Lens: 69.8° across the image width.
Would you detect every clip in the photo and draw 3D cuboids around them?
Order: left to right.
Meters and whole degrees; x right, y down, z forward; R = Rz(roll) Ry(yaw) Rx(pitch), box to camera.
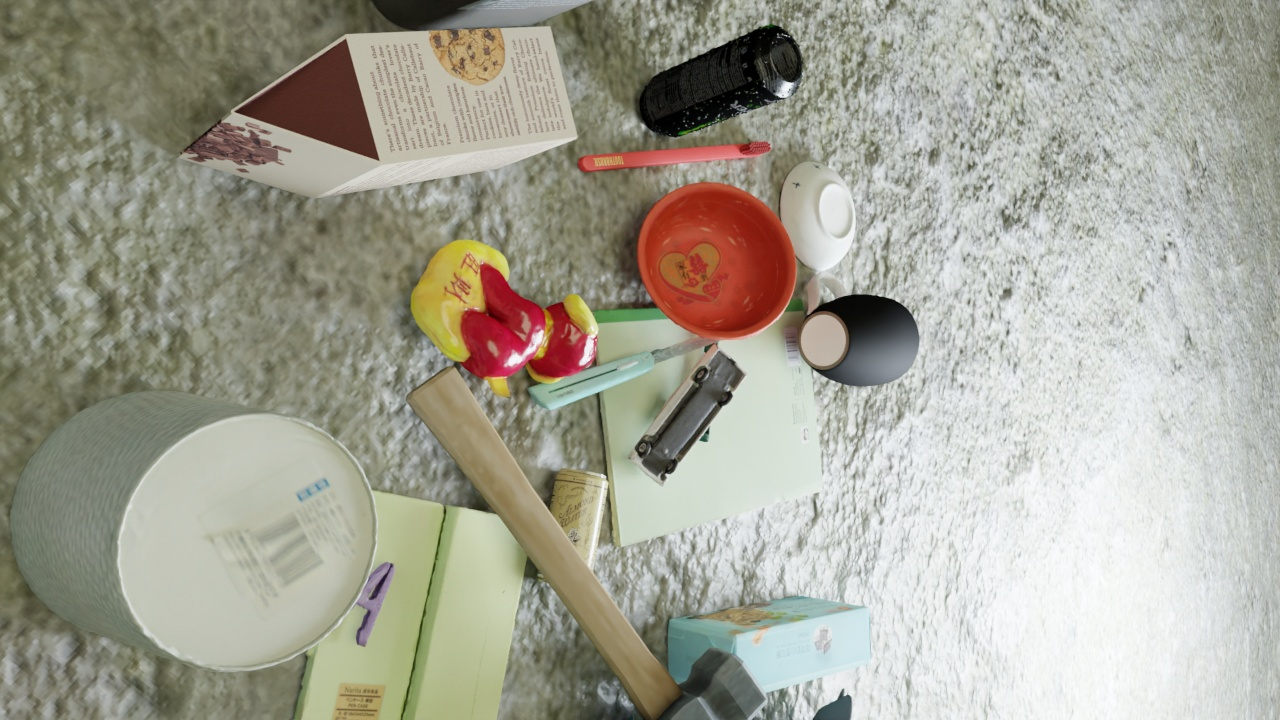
[{"bbox_3d":[-0.167,0.143,0.541,0.046,0.014,0.050,9,83,-30],"label":"clip"}]

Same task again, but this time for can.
[{"bbox_3d":[-0.048,0.119,0.649,0.038,0.038,0.079,19,75,-38],"label":"can"},{"bbox_3d":[0.059,-0.209,0.697,0.053,0.138,0.054,4,84,-40],"label":"can"}]

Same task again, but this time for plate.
[{"bbox_3d":[0.175,-0.139,0.867,0.104,0.026,0.104,4,84,-40],"label":"plate"}]

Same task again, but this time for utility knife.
[{"bbox_3d":[-0.004,0.004,0.693,0.176,0.016,0.022,-19,65,-32],"label":"utility knife"}]

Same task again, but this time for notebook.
[{"bbox_3d":[0.066,0.042,0.772,0.252,0.010,0.182,-7,91,-41],"label":"notebook"}]

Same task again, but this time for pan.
[{"bbox_3d":[0.105,0.392,0.685,0.353,0.024,0.217,-56,161,-50],"label":"pan"}]

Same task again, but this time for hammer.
[{"bbox_3d":[-0.044,0.144,0.601,0.117,0.051,0.323,-38,101,-23],"label":"hammer"}]

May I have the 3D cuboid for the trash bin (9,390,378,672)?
[{"bbox_3d":[-0.207,0.077,0.433,0.133,0.162,0.133,3,85,-41],"label":"trash bin"}]

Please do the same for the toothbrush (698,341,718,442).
[{"bbox_3d":[0.064,-0.027,0.757,0.016,0.017,0.189,19,72,-37],"label":"toothbrush"}]

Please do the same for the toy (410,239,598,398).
[{"bbox_3d":[-0.087,-0.023,0.609,0.137,0.067,0.105,22,57,-36],"label":"toy"}]

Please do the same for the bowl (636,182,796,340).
[{"bbox_3d":[0.055,-0.073,0.729,0.130,0.045,0.130,4,75,-14],"label":"bowl"}]

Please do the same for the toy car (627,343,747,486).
[{"bbox_3d":[0.034,0.041,0.712,0.039,0.039,0.113,42,81,-21],"label":"toy car"}]

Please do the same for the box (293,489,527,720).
[{"bbox_3d":[-0.142,0.181,0.577,0.137,0.024,0.187,21,74,-35],"label":"box"}]

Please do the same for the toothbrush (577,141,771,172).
[{"bbox_3d":[0.036,-0.169,0.754,0.212,0.018,0.012,-15,97,-40],"label":"toothbrush"}]

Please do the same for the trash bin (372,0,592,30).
[{"bbox_3d":[-0.062,-0.308,0.545,0.196,0.221,0.197,-20,100,-40],"label":"trash bin"}]

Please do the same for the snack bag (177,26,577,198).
[{"bbox_3d":[-0.152,-0.143,0.540,0.205,0.095,0.070,-20,100,-40],"label":"snack bag"}]

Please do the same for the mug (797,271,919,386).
[{"bbox_3d":[0.184,-0.032,0.834,0.100,0.085,0.118,-1,57,-47],"label":"mug"}]

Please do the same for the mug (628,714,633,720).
[{"bbox_3d":[0.045,0.311,0.696,0.121,0.078,0.078,48,58,-23],"label":"mug"}]

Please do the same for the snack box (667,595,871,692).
[{"bbox_3d":[0.109,0.231,0.753,0.174,0.075,0.053,3,86,-40],"label":"snack box"}]
